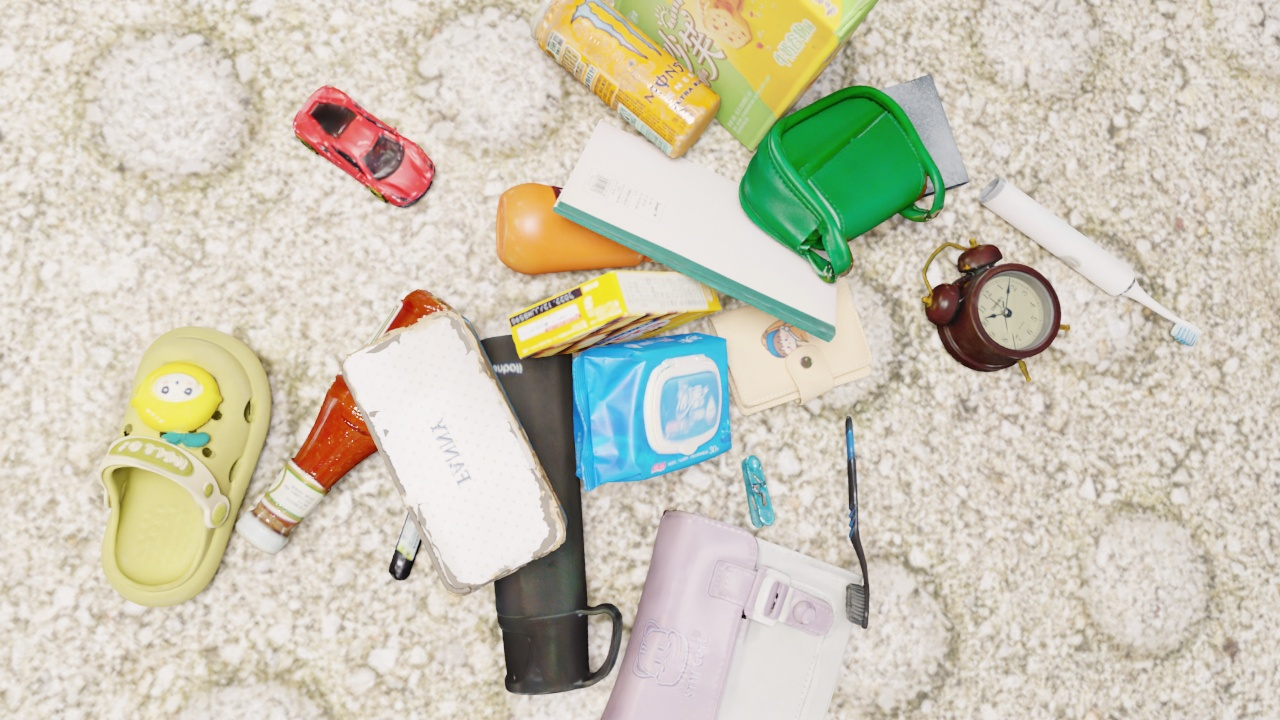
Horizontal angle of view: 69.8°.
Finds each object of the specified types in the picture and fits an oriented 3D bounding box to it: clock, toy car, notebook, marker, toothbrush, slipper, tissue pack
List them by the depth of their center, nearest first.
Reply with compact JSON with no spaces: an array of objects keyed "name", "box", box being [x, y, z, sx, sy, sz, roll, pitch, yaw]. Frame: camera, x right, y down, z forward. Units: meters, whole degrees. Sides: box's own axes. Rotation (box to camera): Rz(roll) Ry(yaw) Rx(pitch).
[{"name":"slipper","box":[-0.305,0.071,0.606,0.091,0.082,0.190,12,85,-11]},{"name":"tissue pack","box":[0.012,0.032,0.639,0.156,0.052,0.095,-9,99,-50]},{"name":"toothbrush","box":[0.150,0.107,0.653,0.016,0.014,0.189,6,43,3]},{"name":"marker","box":[-0.154,0.098,0.660,0.018,0.015,0.124,19,84,-6]},{"name":"notebook","box":[0.050,-0.100,0.667,0.209,0.012,0.150,24,38,-6]},{"name":"toy car","box":[-0.201,-0.156,0.673,0.106,0.031,0.049,36,80,-6]},{"name":"clock","box":[0.273,-0.043,0.724,0.122,0.055,0.082,42,79,-1]},{"name":"toothbrush","box":[0.376,-0.080,0.760,0.221,0.027,0.026,34,90,-5]}]

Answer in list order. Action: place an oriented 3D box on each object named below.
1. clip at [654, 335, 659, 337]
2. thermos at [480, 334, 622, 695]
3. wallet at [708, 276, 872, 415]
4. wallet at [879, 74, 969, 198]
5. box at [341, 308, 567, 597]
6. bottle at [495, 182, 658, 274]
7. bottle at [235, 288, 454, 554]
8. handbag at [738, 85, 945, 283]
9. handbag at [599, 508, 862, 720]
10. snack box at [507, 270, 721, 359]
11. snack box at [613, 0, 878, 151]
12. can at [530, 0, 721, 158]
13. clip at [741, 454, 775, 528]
[{"name":"clip","box":[-0.001,0.004,0.690,0.045,0.027,0.058,40,79,5]},{"name":"thermos","box":[-0.062,0.103,0.643,0.090,0.068,0.242,-7,85,16]},{"name":"wallet","box":[0.119,-0.010,0.712,0.115,0.024,0.087,-18,88,-12]},{"name":"wallet","box":[0.198,-0.173,0.746,0.120,0.019,0.097,-18,85,-9]},{"name":"box","box":[-0.119,0.051,0.585,0.089,0.060,0.184,-24,85,-5]},{"name":"bottle","box":[-0.030,-0.095,0.680,0.149,0.067,0.066,1,83,-16]},{"name":"bottle","box":[-0.199,0.043,0.637,0.060,0.060,0.206,39,80,-3]},{"name":"handbag","box":[0.147,-0.130,0.675,0.131,0.068,0.120,-30,79,-27]},{"name":"handbag","box":[0.057,0.218,0.643,0.145,0.098,0.196,19,81,-1]},{"name":"snack box","box":[-0.014,-0.032,0.623,0.087,0.140,0.033,-20,86,29]},{"name":"snack box","box":[0.068,-0.252,0.635,0.157,0.210,0.070,42,79,-2]},{"name":"can","box":[-0.011,-0.219,0.690,0.146,0.058,0.058,40,79,2]},{"name":"clip","box":[0.088,0.099,0.695,0.013,0.039,0.055,-10,79,-13]}]
